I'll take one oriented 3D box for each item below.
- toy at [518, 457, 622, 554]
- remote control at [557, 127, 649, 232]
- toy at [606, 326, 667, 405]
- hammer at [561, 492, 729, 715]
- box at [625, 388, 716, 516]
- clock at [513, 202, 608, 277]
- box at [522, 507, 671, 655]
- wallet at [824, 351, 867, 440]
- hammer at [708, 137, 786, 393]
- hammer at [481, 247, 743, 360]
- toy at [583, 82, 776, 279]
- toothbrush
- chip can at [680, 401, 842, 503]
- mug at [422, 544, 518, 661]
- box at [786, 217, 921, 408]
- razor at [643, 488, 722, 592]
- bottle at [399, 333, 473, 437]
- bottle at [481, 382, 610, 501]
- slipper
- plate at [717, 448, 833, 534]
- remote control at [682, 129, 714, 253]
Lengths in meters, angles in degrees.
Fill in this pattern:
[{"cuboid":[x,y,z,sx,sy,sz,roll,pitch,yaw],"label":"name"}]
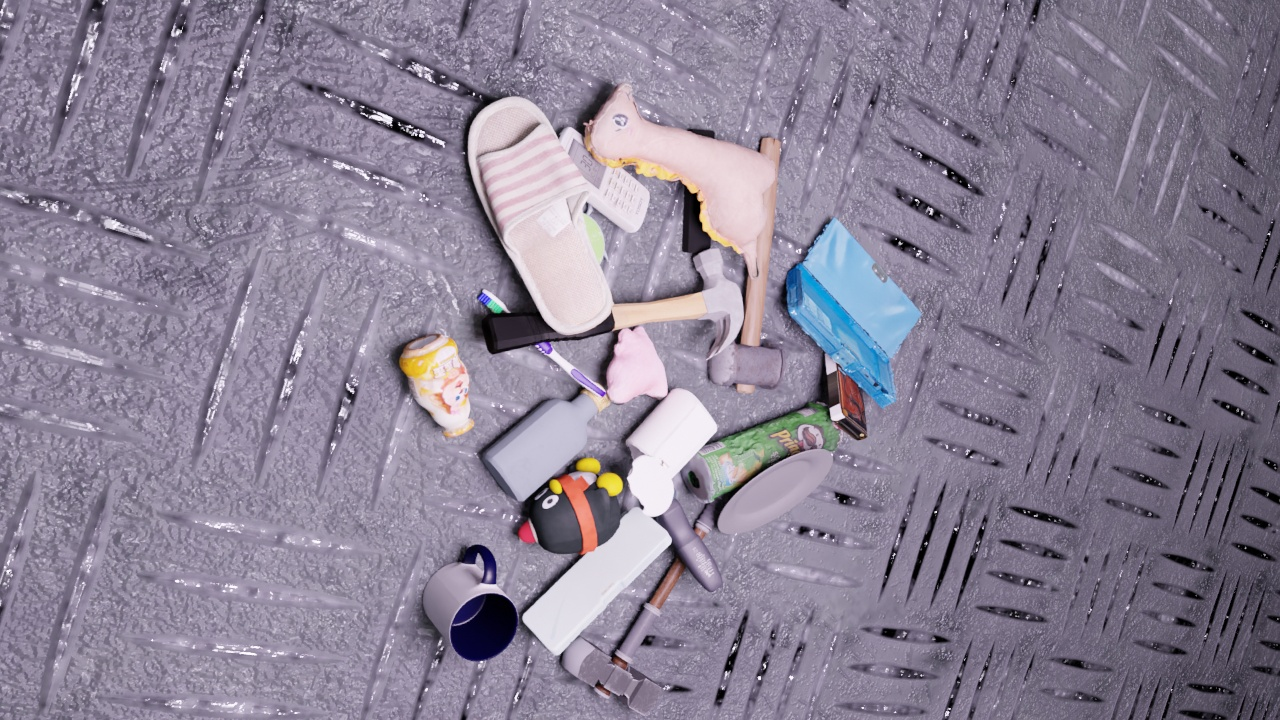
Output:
[{"cuboid":[-0.083,0.181,1.074,0.119,0.097,0.100,-19,112,-23],"label":"toy"},{"cuboid":[-0.047,-0.205,1.054,0.138,0.026,0.060,34,57,-30],"label":"remote control"},{"cuboid":[-0.007,0.006,1.108,0.102,0.050,0.093,-9,88,-53],"label":"toy"},{"cuboid":[0.036,0.292,1.198,0.156,0.043,0.321,40,76,-29],"label":"hammer"},{"cuboid":[0.028,0.110,1.113,0.159,0.119,0.084,-46,115,-13],"label":"box"},{"cuboid":[-0.091,-0.128,1.043,0.119,0.043,0.094,-27,110,-23],"label":"clock"},{"cuboid":[-0.049,0.279,1.136,0.198,0.086,0.096,-41,144,-16],"label":"box"},{"cuboid":[0.283,0.044,1.260,0.072,0.020,0.122,36,41,-31],"label":"wallet"},{"cuboid":[0.153,-0.121,1.187,0.098,0.052,0.328,5,93,-31],"label":"hammer"},{"cuboid":[-0.023,-0.051,1.066,0.327,0.039,0.131,-9,78,-29],"label":"hammer"},{"cuboid":[0.052,-0.207,1.078,0.263,0.065,0.196,5,89,-32],"label":"toy"},{"cuboid":[-0.111,-0.016,1.048,0.186,0.015,0.016,42,80,-17],"label":"toothbrush"},{"cuboid":[0.161,0.120,1.216,0.222,0.075,0.075,-18,108,-26],"label":"chip can"},{"cuboid":[-0.188,0.263,1.026,0.078,0.097,0.112,12,93,-31],"label":"mug"},{"cuboid":[0.291,-0.061,1.272,0.232,0.066,0.172,41,59,-29],"label":"box"},{"cuboid":[0.058,0.229,1.163,0.047,0.052,0.143,-31,81,-18],"label":"razor"},{"cuboid":[-0.214,0.028,0.988,0.063,0.063,0.108,-28,112,-23],"label":"bottle"},{"cuboid":[-0.103,0.087,1.072,0.161,0.046,0.072,-41,116,-21],"label":"bottle"},{"cuboid":[-0.104,-0.155,0.977,0.115,0.052,0.263,-22,93,0],"label":"slipper"},{"cuboid":[0.176,0.171,1.215,0.178,0.012,0.179,-23,148,-16],"label":"plate"},{"cuboid":[0.072,-0.209,1.138,0.034,0.013,0.150,-4,100,-31],"label":"remote control"}]
